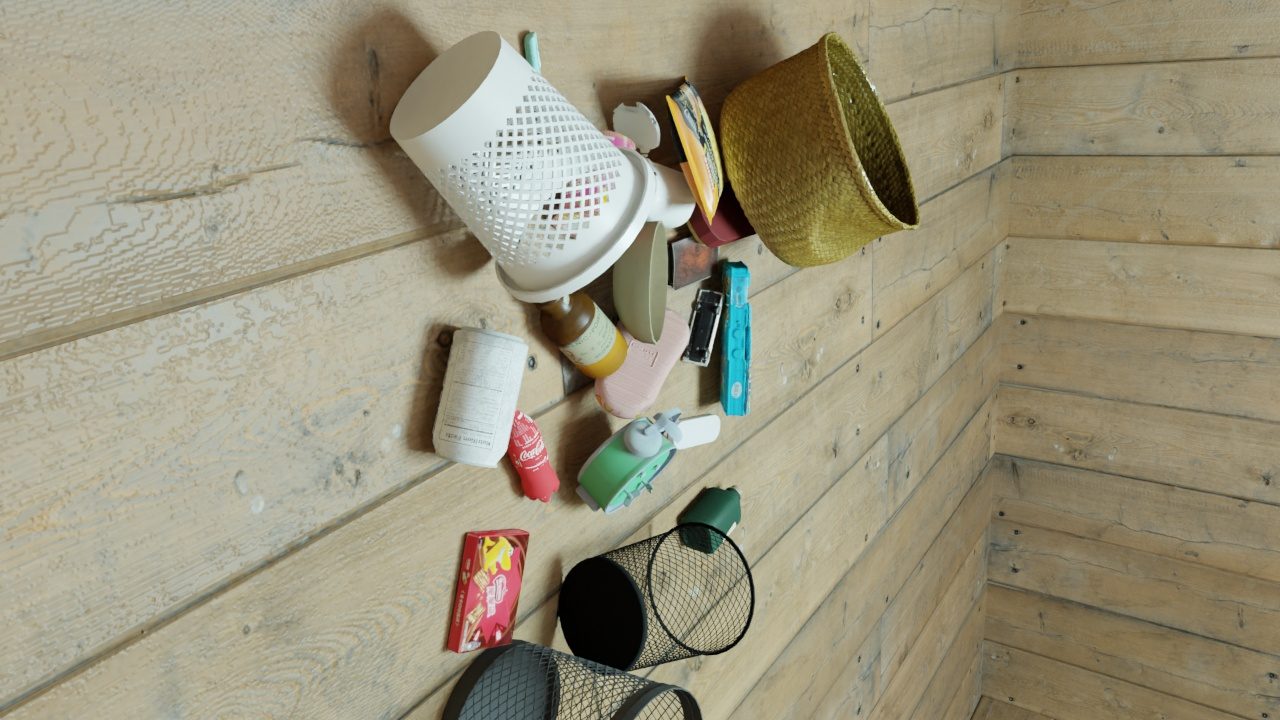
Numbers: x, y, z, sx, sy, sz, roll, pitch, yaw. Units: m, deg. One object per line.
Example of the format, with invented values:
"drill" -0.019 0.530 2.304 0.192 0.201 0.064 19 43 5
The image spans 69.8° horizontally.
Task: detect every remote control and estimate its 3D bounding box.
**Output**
"remote control" 0.083 0.107 1.392 0.136 0.013 0.043 -5 102 -55

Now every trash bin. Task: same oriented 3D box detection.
"trash bin" -0.082 0.442 1.037 0.217 0.228 0.218 -18 112 -53
"trash bin" 0.016 0.317 1.209 0.209 0.184 0.184 2 96 -50
"trash bin" -0.121 -0.193 0.886 0.199 0.196 0.195 45 61 -40

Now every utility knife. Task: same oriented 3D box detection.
"utility knife" -0.114 -0.294 1.008 0.022 0.015 0.126 -82 169 -68

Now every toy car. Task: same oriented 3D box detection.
"toy car" 0.094 -0.047 1.354 0.039 0.039 0.113 38 65 -74

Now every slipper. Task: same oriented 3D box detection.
"slipper" -0.007 0.007 1.187 0.196 0.093 0.082 -61 179 -41

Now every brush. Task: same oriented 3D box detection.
"brush" 0.120 -0.210 1.326 0.173 0.042 0.082 -25 89 -51

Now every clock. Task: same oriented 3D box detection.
"clock" -0.002 0.121 1.148 0.162 0.075 0.121 -50 164 24

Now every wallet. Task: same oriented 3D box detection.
"wallet" 0.073 -0.146 1.312 0.122 0.019 0.072 -27 119 -50

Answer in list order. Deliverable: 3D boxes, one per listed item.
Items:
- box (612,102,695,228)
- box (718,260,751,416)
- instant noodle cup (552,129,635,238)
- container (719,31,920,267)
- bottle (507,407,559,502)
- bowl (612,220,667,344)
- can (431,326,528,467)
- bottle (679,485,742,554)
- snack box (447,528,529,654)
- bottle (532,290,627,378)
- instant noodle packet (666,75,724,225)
"box" 0.013 -0.242 1.146 0.140 0.083 0.142 -1 110 -54
"box" 0.145 -0.034 1.391 0.094 0.041 0.227 -100 -170 -77
"instant noodle cup" -0.047 -0.203 1.064 0.097 0.098 0.108 24 70 -55
"container" 0.247 -0.291 1.315 0.307 0.197 0.306 38 41 -44
"bottle" -0.130 0.102 1.052 0.041 0.042 0.142 -47 134 -39
"bowl" -0.002 -0.096 1.128 0.152 0.050 0.152 4 89 -81
"can" -0.167 0.038 0.951 0.078 0.078 0.136 17 83 -56
"bottle" 0.120 0.238 1.434 0.131 0.061 0.061 -39 130 -45
"snack box" -0.172 0.261 1.047 0.089 0.021 0.133 10 89 -55
"bottle" -0.077 -0.044 1.072 0.157 0.068 0.067 49 58 -49
"instant noodle packet" 0.074 -0.275 1.182 0.220 0.032 0.160 -69 140 -65
